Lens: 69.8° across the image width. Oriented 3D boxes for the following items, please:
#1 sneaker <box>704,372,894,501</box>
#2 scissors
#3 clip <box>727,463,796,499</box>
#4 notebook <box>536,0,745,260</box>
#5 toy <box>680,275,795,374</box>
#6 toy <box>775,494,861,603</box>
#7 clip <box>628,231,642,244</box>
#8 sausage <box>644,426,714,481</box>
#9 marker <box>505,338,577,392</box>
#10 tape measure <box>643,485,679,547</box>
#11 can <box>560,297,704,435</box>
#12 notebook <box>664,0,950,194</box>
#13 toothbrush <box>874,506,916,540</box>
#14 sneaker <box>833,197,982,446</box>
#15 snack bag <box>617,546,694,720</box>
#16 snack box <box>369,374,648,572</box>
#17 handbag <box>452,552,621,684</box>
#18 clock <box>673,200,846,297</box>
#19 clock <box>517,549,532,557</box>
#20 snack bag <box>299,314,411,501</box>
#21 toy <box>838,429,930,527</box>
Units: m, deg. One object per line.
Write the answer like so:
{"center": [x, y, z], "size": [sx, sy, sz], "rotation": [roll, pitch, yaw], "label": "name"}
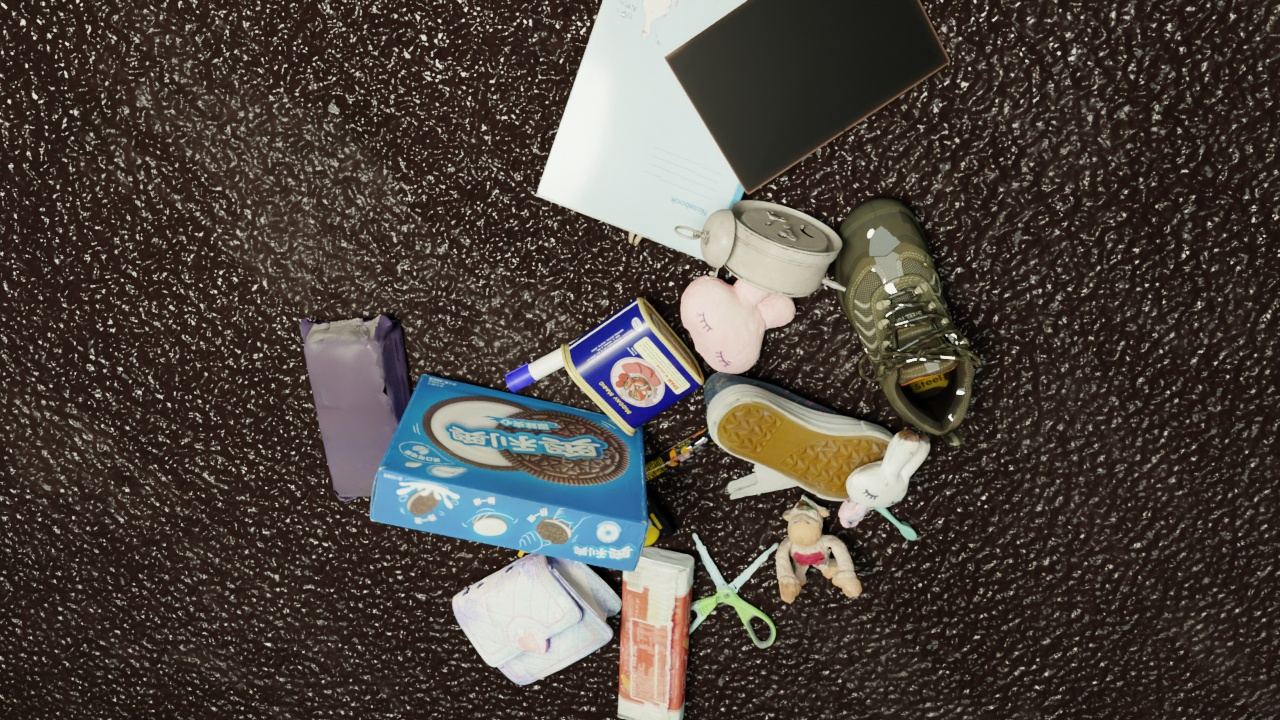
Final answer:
{"center": [0.157, 0.073, 0.912], "size": [0.235, 0.079, 0.087], "rotation": [20, 110, -26], "label": "sneaker"}
{"center": [0.093, 0.263, 1.024], "size": [0.172, 0.023, 0.171], "rotation": [-26, 106, 19], "label": "scissors"}
{"center": [0.137, 0.109, 0.962], "size": [0.102, 0.045, 0.056], "rotation": [-13, 117, 7], "label": "clip"}
{"center": [0.032, -0.234, 0.821], "size": [0.181, 0.009, 0.254], "rotation": [20, 106, -5], "label": "notebook"}
{"center": [0.094, -0.044, 0.885], "size": [0.105, 0.053, 0.108], "rotation": [-35, 112, 3], "label": "toy"}
{"center": [0.183, 0.193, 0.961], "size": [0.085, 0.074, 0.106], "rotation": [-7, 87, 14], "label": "toy"}
{"center": [0.007, -0.139, 0.867], "size": [0.052, 0.026, 0.059], "rotation": [-18, 101, 7], "label": "clip"}
{"center": [0.018, 0.110, 0.965], "size": [0.155, 0.020, 0.020], "rotation": [-30, 107, 14], "label": "sausage"}
{"center": [-0.072, -0.008, 0.925], "size": [0.142, 0.020, 0.020], "rotation": [-27, 108, 13], "label": "marker"}
{"center": [-0.001, 0.172, 0.983], "size": [0.061, 0.034, 0.062], "rotation": [-31, 106, 16], "label": "tape measure"}
{"center": [-0.005, 0.005, 0.894], "size": [0.092, 0.056, 0.116], "rotation": [-34, 124, 13], "label": "can"}
{"center": [0.146, -0.263, 0.801], "size": [0.209, 0.008, 0.141], "rotation": [-33, 107, 7], "label": "notebook"}
{"center": [0.242, 0.146, 0.970], "size": [0.135, 0.017, 0.022], "rotation": [39, 109, -9], "label": "toothbrush"}
{"center": [0.241, -0.023, 0.833], "size": [0.101, 0.142, 0.238], "rotation": [-21, 109, 11], "label": "sneaker"}
{"center": [0.017, 0.314, 1.028], "size": [0.077, 0.041, 0.225], "rotation": [10, 114, 19], "label": "snack bag"}
{"center": [-0.114, 0.100, 0.866], "size": [0.239, 0.195, 0.056], "rotation": [13, 112, -7], "label": "snack box"}
{"center": [-0.116, 0.278, 1.001], "size": [0.159, 0.069, 0.126], "rotation": [-34, 108, 29], "label": "handbag"}
{"center": [0.102, -0.099, 0.820], "size": [0.156, 0.103, 0.061], "rotation": [7, 121, -18], "label": "clock"}
{"center": [-0.105, 0.158, 0.981], "size": [0.130, 0.043, 0.099], "rotation": [-37, 105, 23], "label": "clock"}
{"center": [-0.285, 0.055, 0.941], "size": [0.096, 0.058, 0.205], "rotation": [-4, 111, 4], "label": "snack bag"}
{"center": [0.237, 0.117, 0.893], "size": [0.079, 0.038, 0.123], "rotation": [13, 119, -46], "label": "toy"}
